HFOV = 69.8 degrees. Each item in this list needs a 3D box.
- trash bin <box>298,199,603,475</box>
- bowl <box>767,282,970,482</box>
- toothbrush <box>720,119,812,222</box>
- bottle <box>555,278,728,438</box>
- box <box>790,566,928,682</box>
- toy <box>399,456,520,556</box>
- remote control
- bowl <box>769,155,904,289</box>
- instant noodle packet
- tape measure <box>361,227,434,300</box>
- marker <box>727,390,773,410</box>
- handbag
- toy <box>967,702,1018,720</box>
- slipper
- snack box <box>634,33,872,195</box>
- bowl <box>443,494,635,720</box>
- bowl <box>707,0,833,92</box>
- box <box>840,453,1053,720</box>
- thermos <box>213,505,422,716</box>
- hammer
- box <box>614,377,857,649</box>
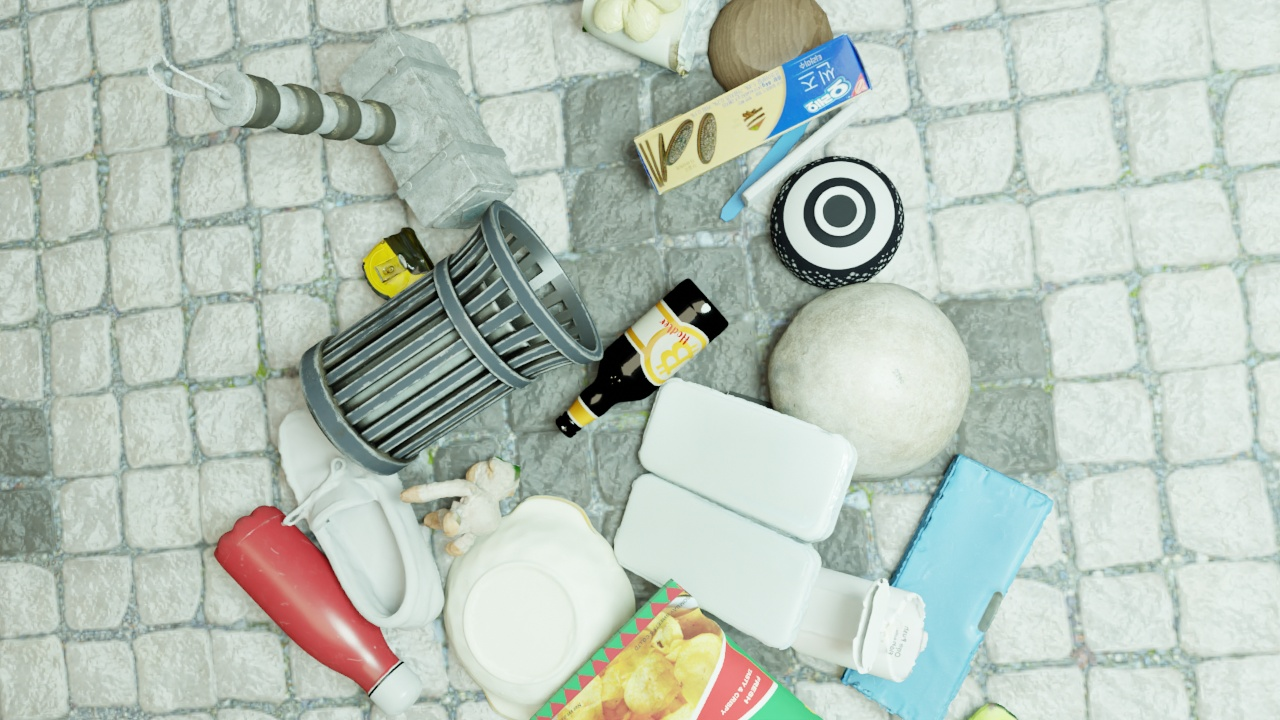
[{"bbox_3d":[-0.174,-0.010,0.825,0.228,0.164,0.164,-32,83,10],"label":"trash bin"},{"bbox_3d":[0.206,0.018,0.782,0.178,0.081,0.178,0,90,-4],"label":"bowl"},{"bbox_3d":[0.130,-0.197,0.852,0.016,0.014,0.167,40,95,8],"label":"toothbrush"},{"bbox_3d":[-0.005,0.005,0.844,0.182,0.059,0.059,-41,82,6],"label":"bottle"},{"bbox_3d":[0.162,0.208,0.747,0.106,0.150,0.080,7,70,36],"label":"box"},{"bbox_3d":[-0.160,0.125,0.859,0.105,0.085,0.074,-38,51,-14],"label":"toy"},{"bbox_3d":[0.145,-0.187,0.835,0.131,0.033,0.012,-40,85,3],"label":"remote control"},{"bbox_3d":[0.175,-0.126,0.815,0.120,0.066,0.120,0,88,9],"label":"bowl"},{"bbox_3d":[0.057,0.336,0.799,0.252,0.090,0.196,41,106,-1],"label":"instant noodle packet"},{"bbox_3d":[-0.237,-0.088,0.896,0.064,0.037,0.065,-31,84,6],"label":"tape measure"},{"bbox_3d":[0.139,0.050,0.840,0.124,0.017,0.021,16,90,9],"label":"marker"},{"bbox_3d":[0.023,-0.361,0.820,0.112,0.123,0.171,29,98,15],"label":"handbag"},{"bbox_3d":[0.305,0.357,0.789,0.092,0.046,0.115,28,99,10],"label":"toy"},{"bbox_3d":[-0.276,0.149,0.876,0.112,0.075,0.246,-32,74,-9],"label":"slipper"},{"bbox_3d":[0.098,-0.220,0.819,0.207,0.056,0.057,-24,101,14],"label":"snack box"},{"bbox_3d":[-0.102,0.237,0.852,0.188,0.060,0.219,9,89,9],"label":"bowl"},{"bbox_3d":[0.119,-0.296,0.848,0.118,0.030,0.118,0,88,9],"label":"bowl"},{"bbox_3d":[0.266,0.202,0.797,0.093,0.052,0.231,28,93,10],"label":"box"},{"bbox_3d":[-0.301,0.243,0.877,0.240,0.073,0.073,43,95,8],"label":"thermos"},{"bbox_3d":[-0.244,-0.200,0.758,0.080,0.325,0.177,-33,83,24],"label":"hammer"},{"bbox_3d":[0.072,0.126,0.799,0.209,0.037,0.189,22,90,40],"label":"box"}]
